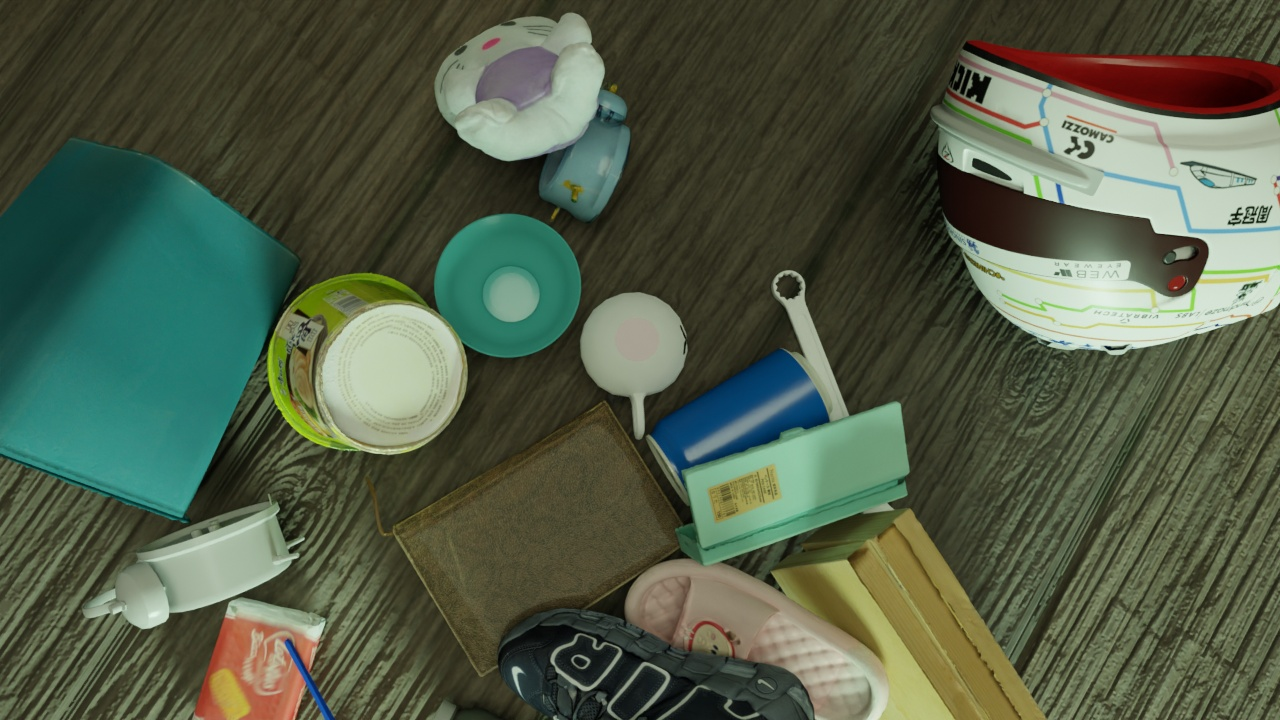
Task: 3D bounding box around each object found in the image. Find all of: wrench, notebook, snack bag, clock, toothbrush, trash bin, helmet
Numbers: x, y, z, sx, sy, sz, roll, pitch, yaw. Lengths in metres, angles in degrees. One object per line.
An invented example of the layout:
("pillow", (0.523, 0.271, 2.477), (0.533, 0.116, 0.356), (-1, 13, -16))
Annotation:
("wrench", (0.176, 0.048, 0.819), (0.047, 0.009, 0.273), (-20, 86, -6))
("notebook", (-0.095, 0.132, 0.778), (0.215, 0.034, 0.190), (-31, 88, -7))
("snack bag", (-0.313, 0.258, 0.749), (0.077, 0.036, 0.116), (16, 84, -3))
("clock", (-0.045, -0.179, 0.781), (0.051, 0.089, 0.124), (21, 74, -19))
("clock", (-0.351, 0.158, 0.717), (0.159, 0.120, 0.061), (-19, 95, -16))
("toothbrush", (-0.245, 0.307, 0.744), (0.011, 0.016, 0.187), (-26, 99, 1))
("trash bin", (-0.392, -0.028, 0.682), (0.199, 0.196, 0.218), (16, 73, 32))
("helmet", (0.373, -0.123, 0.739), (0.314, 0.230, 0.236), (0, 120, -10))

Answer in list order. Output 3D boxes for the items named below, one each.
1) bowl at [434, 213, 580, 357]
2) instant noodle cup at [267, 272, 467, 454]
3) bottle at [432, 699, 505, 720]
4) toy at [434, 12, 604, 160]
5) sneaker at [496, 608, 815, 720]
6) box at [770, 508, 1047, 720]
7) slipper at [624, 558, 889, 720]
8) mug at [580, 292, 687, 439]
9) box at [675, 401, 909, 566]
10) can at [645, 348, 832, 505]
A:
("bowl", (-0.112, -0.061, 0.788), (0.121, 0.046, 0.121), (0, 85, -4))
("instant noodle cup", (-0.208, 0.007, 0.721), (0.146, 0.098, 0.146), (-7, 103, -34))
("bottle", (-0.123, 0.321, 0.745), (0.108, 0.060, 0.060), (29, 83, -1))
("toy", (-0.095, -0.222, 0.744), (0.137, 0.209, 0.085), (-33, 121, 0))
("sneaker", (-0.006, 0.278, 0.671), (0.253, 0.150, 0.097), (11, 112, 13))
("box", (0.225, 0.249, 0.740), (0.091, 0.128, 0.249), (-33, 89, -17))
("slipper", (0.090, 0.229, 0.737), (0.222, 0.055, 0.107), (20, 116, 16))
("mug", (-0.005, 0.004, 0.774), (0.090, 0.076, 0.124), (-3, 83, -5))
("box", (0.119, 0.097, 0.743), (0.187, 0.078, 0.113), (-18, 115, -12))
("can", (0.084, 0.055, 0.776), (0.146, 0.079, 0.079), (-31, 88, -7))
